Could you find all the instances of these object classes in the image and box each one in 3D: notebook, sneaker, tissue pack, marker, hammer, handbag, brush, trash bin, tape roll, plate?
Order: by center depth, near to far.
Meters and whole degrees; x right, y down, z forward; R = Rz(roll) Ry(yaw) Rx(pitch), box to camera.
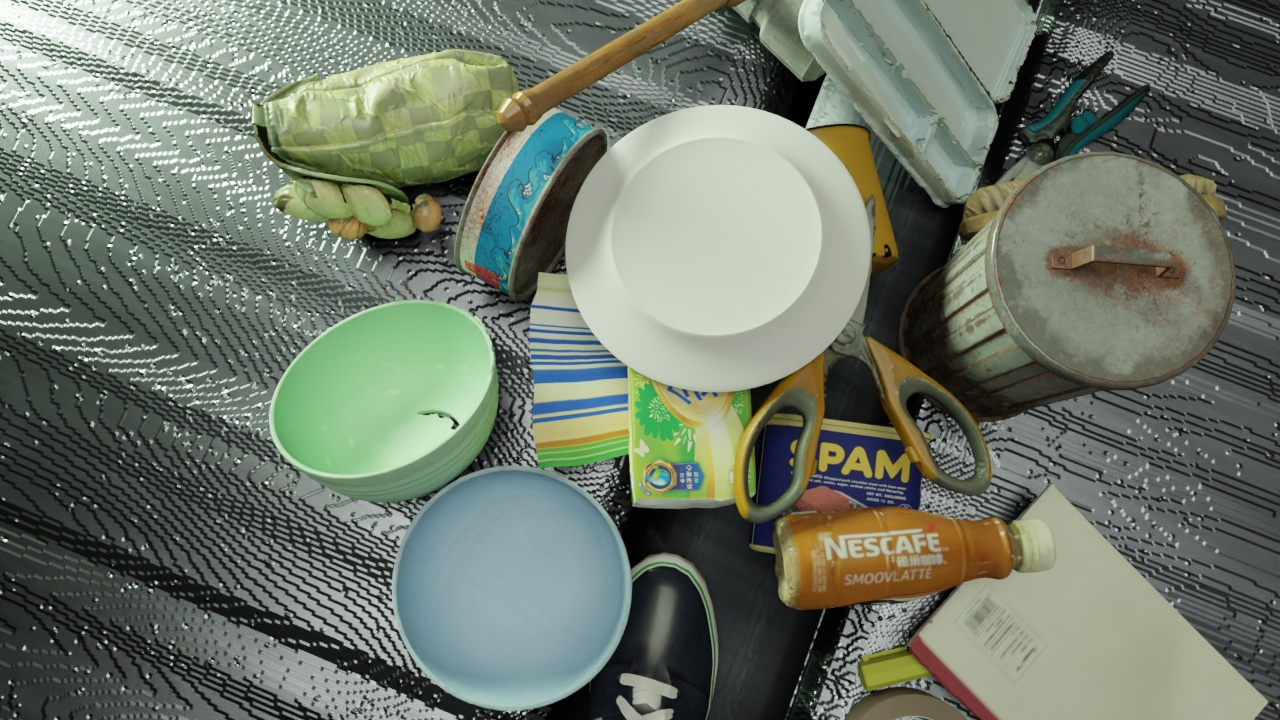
[{"bbox_3d":[0.046,-0.075,0.564,0.188,0.016,0.188,-1,77,5],"label":"plate"},{"bbox_3d":[0.250,-0.034,0.571,0.131,0.211,0.130,0,80,0],"label":"trash bin"},{"bbox_3d":[0.000,0.242,0.588,0.084,0.079,0.235,13,79,3],"label":"sneaker"},{"bbox_3d":[0.179,0.268,0.609,0.094,0.030,0.093,0,80,0],"label":"tape roll"},{"bbox_3d":[0.301,0.210,0.618,0.153,0.012,0.209,-44,90,-7],"label":"notebook"},{"bbox_3d":[-0.004,0.003,0.618,0.141,0.120,0.197,-2,74,-2],"label":"tissue pack"},{"bbox_3d":[0.025,-0.232,0.621,0.316,0.083,0.162,-40,82,-27],"label":"hammer"},{"bbox_3d":[0.210,0.201,0.628,0.124,0.017,0.021,-12,48,-4],"label":"marker"},{"bbox_3d":[-0.169,-0.143,0.644,0.186,0.113,0.117,-11,87,-3],"label":"handbag"},{"bbox_3d":[0.326,-0.107,0.663,0.195,0.059,0.043,-4,71,-3],"label":"brush"}]

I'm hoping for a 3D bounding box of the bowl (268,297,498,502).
[{"bbox_3d":[-0.160,0.036,0.615,0.151,0.077,0.150,-7,48,8],"label":"bowl"}]

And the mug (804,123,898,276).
[{"bbox_3d":[0.112,-0.098,0.633,0.123,0.101,0.094,-6,79,-39],"label":"mug"}]

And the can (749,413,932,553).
[{"bbox_3d":[0.134,0.090,0.628,0.116,0.056,0.092,8,81,1],"label":"can"}]

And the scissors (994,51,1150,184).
[{"bbox_3d":[0.328,-0.174,0.695,0.144,0.019,0.126,-2,80,1],"label":"scissors"}]

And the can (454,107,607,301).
[{"bbox_3d":[-0.073,-0.107,0.625,0.044,0.130,0.130,29,81,5],"label":"can"}]

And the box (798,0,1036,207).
[{"bbox_3d":[0.202,-0.235,0.642,0.208,0.037,0.188,34,72,-36],"label":"box"}]

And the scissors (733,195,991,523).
[{"bbox_3d":[0.118,0.008,0.566,0.216,0.016,0.225,-32,86,-12],"label":"scissors"}]

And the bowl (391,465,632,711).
[{"bbox_3d":[-0.081,0.147,0.608,0.150,0.075,0.150,0,80,-1],"label":"bowl"}]

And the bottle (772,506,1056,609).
[{"bbox_3d":[0.167,0.119,0.565,0.167,0.059,0.059,-4,80,-1],"label":"bottle"}]
